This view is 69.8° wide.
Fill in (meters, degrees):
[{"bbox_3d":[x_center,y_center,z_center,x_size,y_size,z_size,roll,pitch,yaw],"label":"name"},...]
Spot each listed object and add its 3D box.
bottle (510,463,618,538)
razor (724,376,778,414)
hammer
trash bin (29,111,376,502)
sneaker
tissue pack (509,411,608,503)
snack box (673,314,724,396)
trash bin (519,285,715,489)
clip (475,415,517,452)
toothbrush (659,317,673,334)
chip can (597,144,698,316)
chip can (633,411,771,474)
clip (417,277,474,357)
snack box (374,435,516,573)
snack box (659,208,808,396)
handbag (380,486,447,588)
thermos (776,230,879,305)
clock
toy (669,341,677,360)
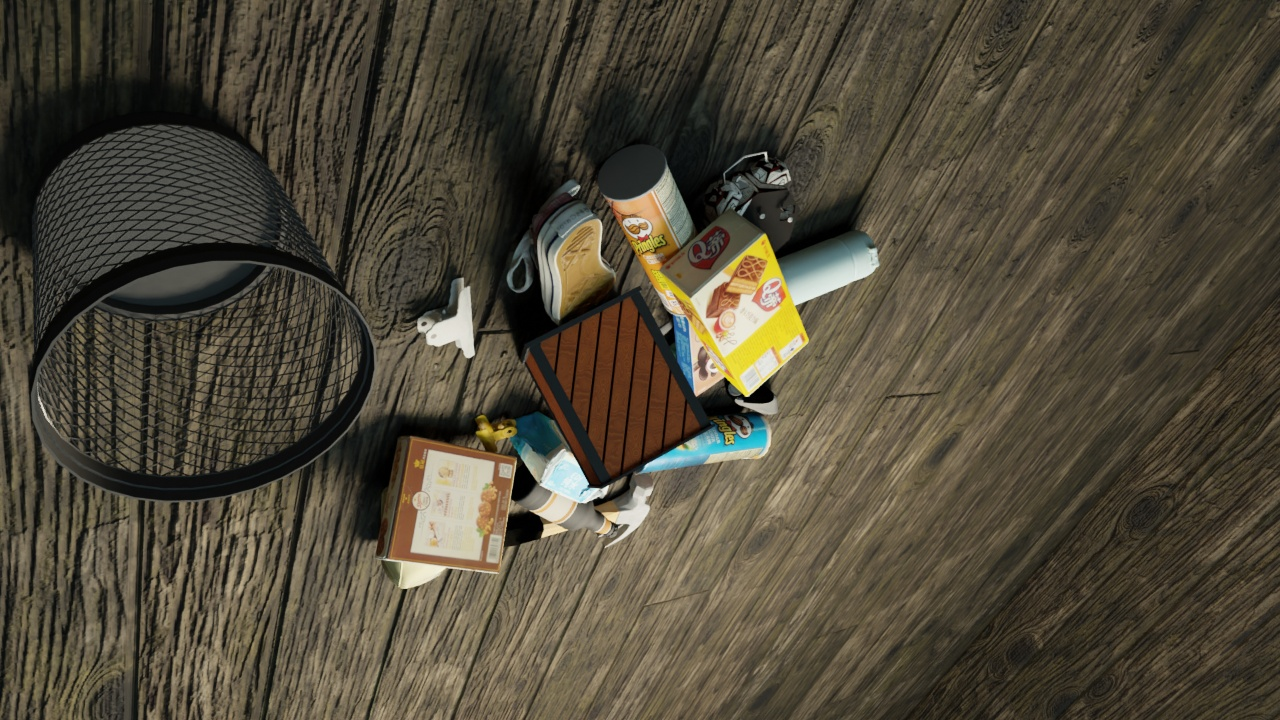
[{"bbox_3d":[-0.097,0.202,1.264,0.059,0.059,0.181,-45,128,11],"label":"bottle"},{"bbox_3d":[0.166,0.048,1.350,0.060,0.057,0.156,-15,156,18],"label":"razor"},{"bbox_3d":[-0.133,0.239,1.329,0.327,0.039,0.131,-6,135,-33],"label":"hammer"},{"bbox_3d":[-0.344,-0.050,0.700,0.217,0.227,0.218,-21,140,-19],"label":"trash bin"},{"bbox_3d":[-0.085,-0.111,0.959,0.118,0.088,0.241,-42,166,-13],"label":"sneaker"},{"bbox_3d":[-0.103,0.125,1.185,0.062,0.093,0.144,-45,142,7],"label":"tissue pack"},{"bbox_3d":[0.087,-0.034,1.175,0.087,0.034,0.151,-33,137,-26],"label":"snack box"},{"bbox_3d":[-0.032,0.035,1.040,0.139,0.172,0.140,-28,178,-12],"label":"trash bin"},{"bbox_3d":[-0.180,0.086,1.140,0.048,0.045,0.054,-44,145,-22],"label":"clip"},{"bbox_3d":[0.020,-0.033,1.150,0.167,0.013,0.013,-36,120,-22],"label":"toothbrush"},{"bbox_3d":[0.026,-0.138,1.023,0.075,0.075,0.215,-35,143,-2],"label":"chip can"},{"bbox_3d":[0.082,0.118,1.337,0.229,0.079,0.080,-3,131,-34],"label":"chip can"},{"bbox_3d":[-0.213,-0.044,0.992,0.058,0.050,0.102,-12,136,-19],"label":"clip"},{"bbox_3d":[-0.228,0.172,1.089,0.146,0.143,0.041,16,164,-34],"label":"snack box"},{"bbox_3d":[0.116,-0.061,1.065,0.110,0.061,0.230,-41,143,-4],"label":"snack box"},{"bbox_3d":[-0.272,0.214,1.163,0.111,0.081,0.119,-17,137,-35],"label":"handbag"},{"bbox_3d":[0.215,-0.113,1.202,0.206,0.078,0.065,-22,110,-16],"label":"thermos"},{"bbox_3d":[0.131,-0.175,1.074,0.114,0.065,0.155,-28,143,-11],"label":"clock"},{"bbox_3d":[0.055,0.004,1.233,0.084,0.033,0.105,-9,133,-44],"label":"toy"}]
